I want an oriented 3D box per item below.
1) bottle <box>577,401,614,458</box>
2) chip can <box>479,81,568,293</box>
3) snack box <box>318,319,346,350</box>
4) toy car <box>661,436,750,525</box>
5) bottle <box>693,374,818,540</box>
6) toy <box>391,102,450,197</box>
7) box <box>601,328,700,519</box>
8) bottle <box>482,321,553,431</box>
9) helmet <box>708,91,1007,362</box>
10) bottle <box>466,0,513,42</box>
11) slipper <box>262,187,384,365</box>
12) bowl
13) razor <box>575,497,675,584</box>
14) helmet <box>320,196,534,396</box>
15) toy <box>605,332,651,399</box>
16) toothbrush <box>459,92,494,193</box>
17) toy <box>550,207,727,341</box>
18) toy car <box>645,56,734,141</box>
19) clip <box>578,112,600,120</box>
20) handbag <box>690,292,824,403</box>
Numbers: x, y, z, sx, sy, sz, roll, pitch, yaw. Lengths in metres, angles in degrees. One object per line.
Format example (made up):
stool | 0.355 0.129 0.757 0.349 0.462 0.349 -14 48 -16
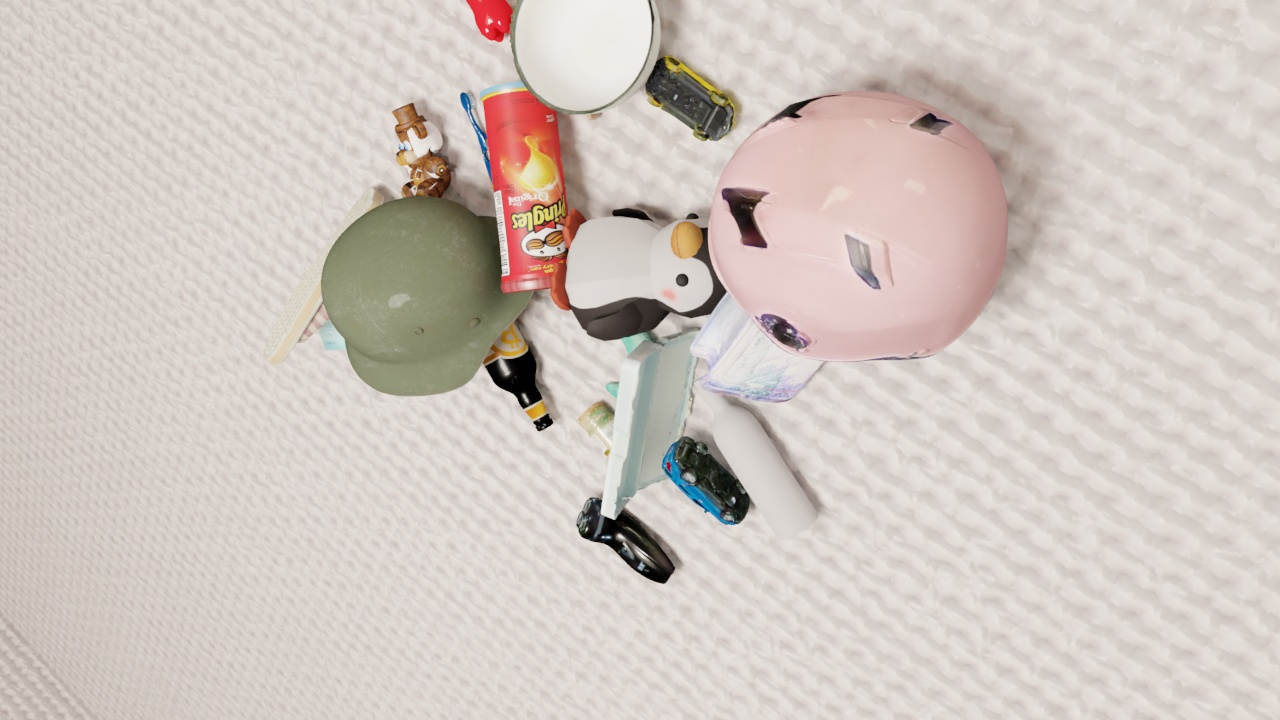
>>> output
bottle | -0.028 0.102 1.105 0.111 0.043 0.043 48 127 7
chip can | -0.119 -0.183 0.989 0.087 0.086 0.213 -3 96 33
snack box | -0.367 -0.058 1.246 0.175 0.053 0.075 -2 106 32
toy car | 0.074 0.137 1.033 0.120 0.056 0.044 43 134 -16
bottle | 0.120 0.100 1.003 0.053 0.052 0.195 -33 91 37
toy | -0.264 -0.246 1.094 0.087 0.067 0.113 14 132 54
box | 0.008 0.067 1.008 0.044 0.135 0.197 25 121 27
bottle | -0.161 0.005 1.136 0.059 0.059 0.181 -26 95 37
helmet | 0.171 -0.120 0.756 0.255 0.152 0.230 24 82 21
bottle | -0.178 -0.411 0.981 0.042 0.041 0.141 -21 97 37
slipper | -0.401 -0.103 1.187 0.052 0.115 0.263 32 96 -29
bowl | -0.045 -0.318 0.906 0.154 0.072 0.153 4 99 23
razor | -0.021 0.227 1.139 0.140 0.063 0.053 37 126 15
helmet | -0.256 -0.095 1.047 0.268 0.154 0.226 -19 64 6
toy | -0.006 0.006 1.058 0.085 0.033 0.105 23 122 36
toothbrush | -0.181 -0.247 1.071 0.022 0.017 0.135 -8 108 39
toy | 0.023 -0.087 0.953 0.184 0.158 0.140 -5 147 24
toy car | 0.050 -0.258 0.908 0.107 0.030 0.049 41 125 14
clip | -0.050 -0.285 0.967 0.050 0.025 0.061 -26 88 27
handbag | 0.137 -0.031 0.909 0.159 0.126 0.069 -57 33 37
